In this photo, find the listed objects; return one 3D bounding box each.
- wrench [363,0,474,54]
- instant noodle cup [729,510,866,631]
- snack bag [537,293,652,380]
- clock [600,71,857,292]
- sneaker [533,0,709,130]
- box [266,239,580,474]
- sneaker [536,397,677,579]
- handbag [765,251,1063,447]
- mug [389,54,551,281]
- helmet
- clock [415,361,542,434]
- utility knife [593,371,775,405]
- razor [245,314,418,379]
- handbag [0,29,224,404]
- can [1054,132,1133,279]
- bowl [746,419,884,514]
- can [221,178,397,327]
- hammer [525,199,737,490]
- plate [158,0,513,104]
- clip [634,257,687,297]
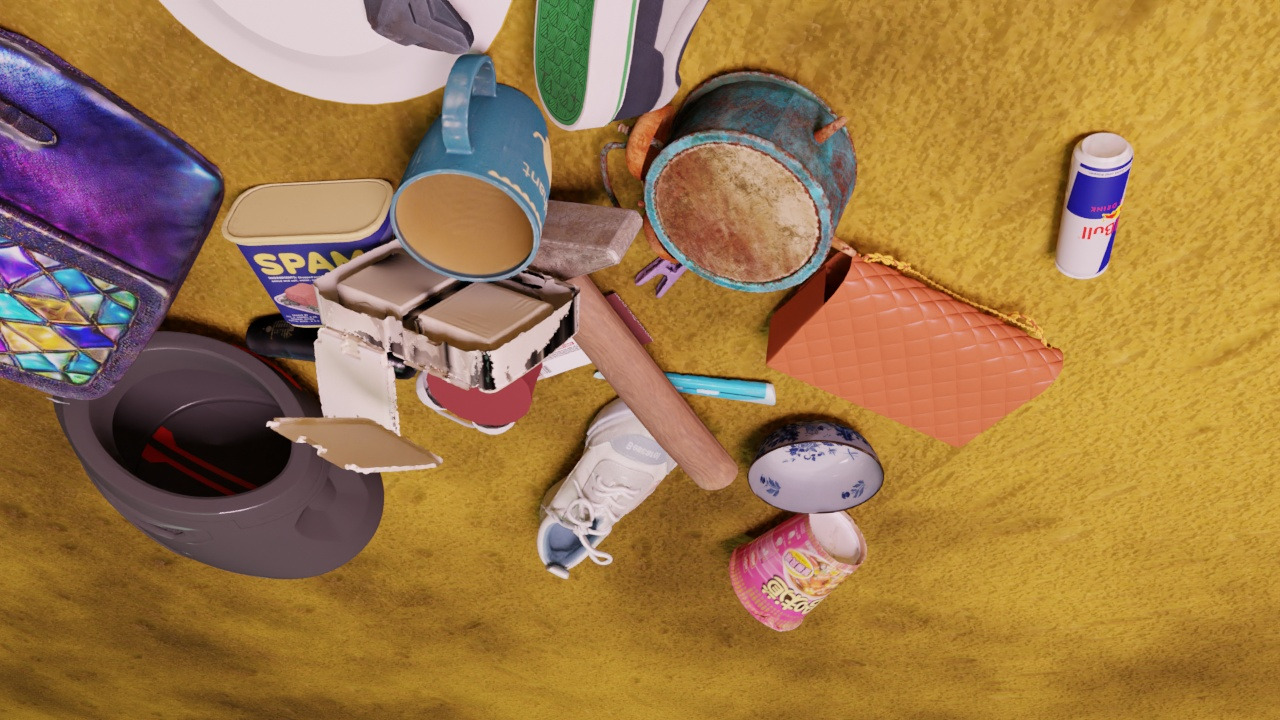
[{"bbox_3d":[-0.180,-0.246,0.427,0.074,0.022,0.273,-20,134,39],"label":"wrench"},{"bbox_3d":[0.157,0.193,0.891,0.097,0.097,0.109,25,129,-21],"label":"instant noodle cup"},{"bbox_3d":[-0.070,-0.012,0.733,0.158,0.013,0.057,-19,131,29],"label":"snack bag"},{"bbox_3d":[0.051,-0.109,0.557,0.158,0.073,0.121,8,138,24],"label":"clock"},{"bbox_3d":[0.006,-0.224,0.433,0.078,0.084,0.236,-16,140,-29],"label":"sneaker"},{"bbox_3d":[-0.143,0.019,0.548,0.143,0.192,0.107,20,127,27],"label":"box"},{"bbox_3d":[-0.030,0.124,0.831,0.089,0.090,0.243,22,137,-16],"label":"sneaker"},{"bbox_3d":[0.193,-0.014,0.653,0.172,0.060,0.109,23,143,-14],"label":"handbag"},{"bbox_3d":[-0.094,-0.122,0.536,0.084,0.104,0.112,4,138,4],"label":"mug"},{"bbox_3d":[-0.347,0.089,0.780,0.264,0.163,0.170,27,152,-9],"label":"helmet"},{"bbox_3d":[-0.127,0.014,0.730,0.087,0.044,0.125,27,135,-15],"label":"clock"},{"bbox_3d":[0.036,0.020,0.757,0.151,0.015,0.022,5,141,6],"label":"utility knife"},{"bbox_3d":[-0.244,-0.013,0.737,0.151,0.053,0.067,2,157,16],"label":"razor"},{"bbox_3d":[-0.420,-0.092,0.604,0.222,0.125,0.205,30,136,-28],"label":"handbag"},{"bbox_3d":[0.279,-0.094,0.567,0.032,0.032,0.095,-4,139,13],"label":"can"},{"bbox_3d":[0.149,0.084,0.790,0.114,0.045,0.114,4,140,3],"label":"bowl"},{"bbox_3d":[-0.218,-0.073,0.650,0.116,0.056,0.092,-1,141,10],"label":"can"},{"bbox_3d":[-0.004,0.004,0.671,0.158,0.037,0.301,3,143,41],"label":"hammer"},{"bbox_3d":[-0.178,-0.229,0.483,0.230,0.021,0.230,4,140,3],"label":"plate"},{"bbox_3d":[0.018,-0.066,0.657,0.035,0.013,0.052,26,134,-23],"label":"clip"}]
